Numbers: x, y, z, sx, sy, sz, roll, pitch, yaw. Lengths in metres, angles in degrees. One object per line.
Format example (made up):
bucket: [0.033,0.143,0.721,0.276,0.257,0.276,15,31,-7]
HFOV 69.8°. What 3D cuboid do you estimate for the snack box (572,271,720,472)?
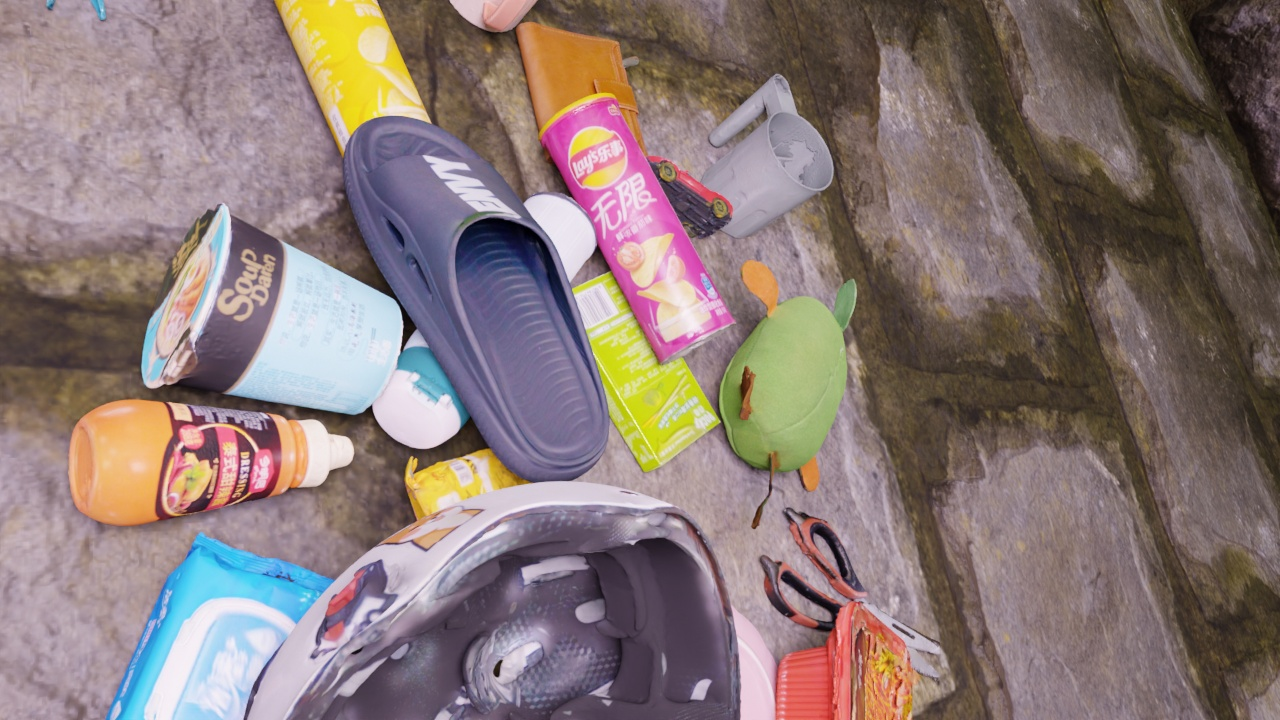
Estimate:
snack box: [-0.004,0.004,0.746,0.085,0.026,0.156,-31,90,-43]

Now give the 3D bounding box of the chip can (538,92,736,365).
chip can: [-0.003,-0.104,0.732,0.071,0.072,0.210,-23,84,-42]

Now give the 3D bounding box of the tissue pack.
tissue pack: [-0.219,0.176,0.477,0.095,0.052,0.156,28,54,-25]

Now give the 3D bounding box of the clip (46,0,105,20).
clip: [-0.363,-0.246,0.591,0.032,0.013,0.054,3,70,-38]

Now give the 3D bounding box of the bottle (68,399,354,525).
bottle: [-0.234,0.055,0.521,0.149,0.067,0.066,2,68,-45]

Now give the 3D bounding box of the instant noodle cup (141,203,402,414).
instant noodle cup: [-0.213,-0.018,0.546,0.120,0.111,0.111,23,56,-39]

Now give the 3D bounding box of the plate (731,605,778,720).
plate: [0.041,0.254,0.655,0.192,0.039,0.192,17,60,-32]

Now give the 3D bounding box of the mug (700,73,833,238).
mug: [0.114,-0.193,0.881,0.083,0.104,0.123,2,67,-38]

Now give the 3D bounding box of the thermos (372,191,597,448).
thermos: [-0.108,-0.031,0.652,0.073,0.073,0.223,43,48,-14]

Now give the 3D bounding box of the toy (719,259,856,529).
toy: [0.124,0.021,0.790,0.245,0.090,0.227,-49,131,-51]

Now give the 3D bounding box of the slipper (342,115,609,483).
slipper: [-0.087,-0.055,0.576,0.110,0.084,0.268,-20,77,-42]

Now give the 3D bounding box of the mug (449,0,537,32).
mug: [-0.110,-0.327,0.766,0.081,0.106,0.114,16,60,-32]

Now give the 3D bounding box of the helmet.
helmet: [-0.086,0.172,0.472,0.273,0.157,0.230,-33,117,-26]

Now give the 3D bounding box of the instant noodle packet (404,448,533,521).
instant noodle packet: [-0.098,0.115,0.608,0.110,0.044,0.128,-14,82,-48]

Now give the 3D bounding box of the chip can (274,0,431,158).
chip can: [-0.215,-0.233,0.661,0.071,0.072,0.213,-19,82,-42]

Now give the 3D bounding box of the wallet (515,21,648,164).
wallet: [-0.047,-0.235,0.826,0.118,0.035,0.130,-5,73,-34]

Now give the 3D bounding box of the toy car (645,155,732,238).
toy car: [0.035,-0.151,0.835,0.106,0.049,0.031,28,54,-25]

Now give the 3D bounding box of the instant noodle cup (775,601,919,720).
instant noodle cup: [0.154,0.283,0.678,0.164,0.079,0.188,46,44,-47]

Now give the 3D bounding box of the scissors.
scissors: [0.192,0.210,0.811,0.201,0.015,0.206,-6,73,-40]
